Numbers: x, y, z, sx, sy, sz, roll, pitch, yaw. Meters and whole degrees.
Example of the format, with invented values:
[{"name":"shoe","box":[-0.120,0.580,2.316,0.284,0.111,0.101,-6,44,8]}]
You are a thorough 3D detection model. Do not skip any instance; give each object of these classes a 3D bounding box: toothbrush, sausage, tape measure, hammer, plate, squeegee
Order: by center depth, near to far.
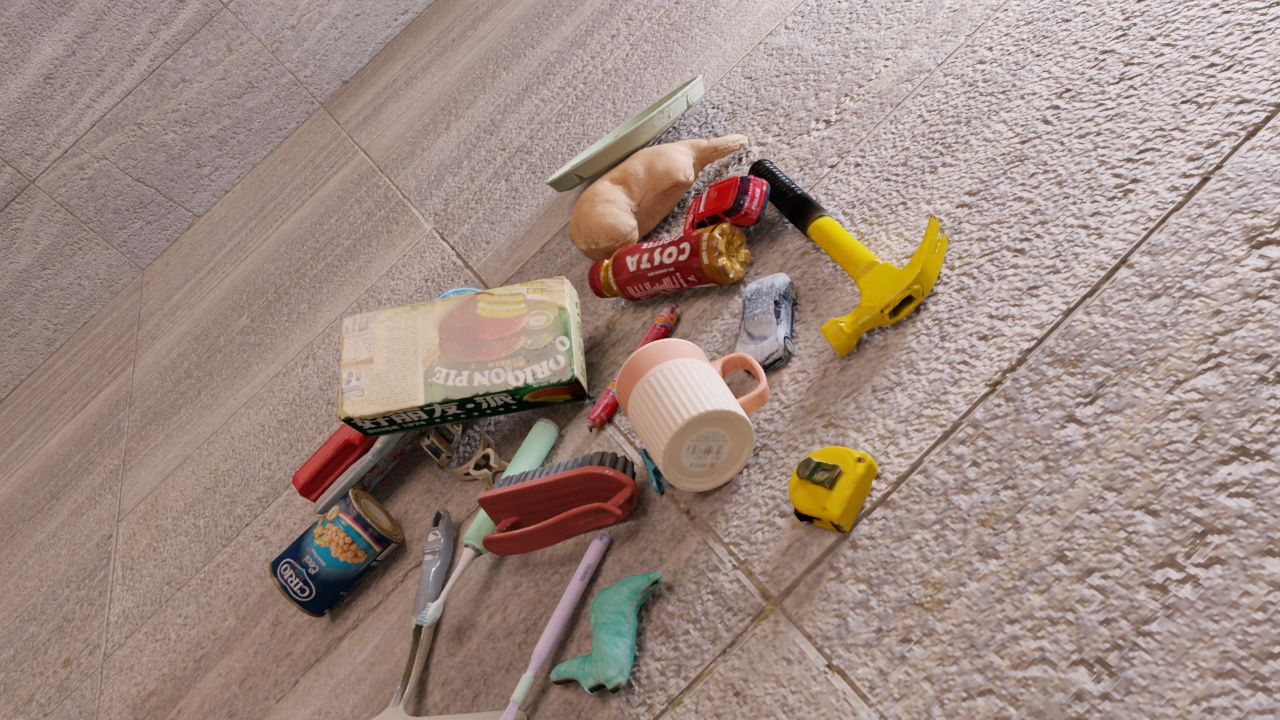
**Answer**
[{"name":"tape measure","box":[0.130,0.086,0.638,0.057,0.029,0.060,8,58,50]},{"name":"toothbrush","box":[-0.067,0.207,0.697,0.188,0.029,0.021,-60,0,-35]},{"name":"squeegee","box":[-0.193,0.229,0.795,0.247,0.039,0.246,-12,36,12]},{"name":"toothbrush","box":[-0.132,0.141,0.820,0.027,0.026,0.223,-3,43,37]},{"name":"hammer","box":[0.165,-0.119,0.826,0.129,0.033,0.300,-37,34,6]},{"name":"sausage","box":[-0.005,0.005,0.871,0.020,0.020,0.155,12,61,50]},{"name":"plate","box":[-0.017,-0.273,1.122,0.230,0.027,0.230,-32,15,9]}]

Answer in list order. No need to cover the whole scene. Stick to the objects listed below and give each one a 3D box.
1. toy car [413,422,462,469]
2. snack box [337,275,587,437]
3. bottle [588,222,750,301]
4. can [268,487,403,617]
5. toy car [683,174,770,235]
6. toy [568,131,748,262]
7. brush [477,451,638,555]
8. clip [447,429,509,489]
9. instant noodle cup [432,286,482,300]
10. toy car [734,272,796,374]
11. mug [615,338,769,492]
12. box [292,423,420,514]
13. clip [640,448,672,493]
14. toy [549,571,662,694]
[{"name":"toy car","box":[-0.207,0.080,0.950,0.035,0.042,0.090,-43,14,5]},{"name":"snack box","box":[-0.176,-0.002,0.909,0.240,0.063,0.114,-10,66,8]},{"name":"bottle","box":[0.023,-0.093,0.917,0.175,0.057,0.057,-8,47,40]},{"name":"can","box":[-0.300,0.189,0.912,0.111,0.075,0.075,-43,34,-3]},{"name":"toy car","box":[0.079,-0.150,0.909,0.121,0.045,0.052,-15,57,61]},{"name":"toy","box":[0.014,-0.197,1.029,0.225,0.082,0.143,-42,34,-8]},{"name":"brush","box":[-0.066,0.123,0.764,0.146,0.063,0.069,-18,28,28]},{"name":"clip","box":[-0.150,0.101,0.902,0.064,0.034,0.098,-51,26,-10]},{"name":"instant noodle cup","box":[-0.179,-0.018,1.010,0.099,0.099,0.110,-45,41,-5]},{"name":"toy car","box":[0.107,-0.034,0.792,0.049,0.031,0.105,-20,41,31]},{"name":"mug","box":[0.049,0.036,0.735,0.114,0.082,0.106,-25,36,-5]},{"name":"box","box":[-0.274,0.090,0.999,0.201,0.090,0.068,-46,62,-6]},{"name":"clip","box":[0.014,0.088,0.766,0.041,0.014,0.056,-33,34,15]},{"name":"toy","box":[-0.026,0.202,0.667,0.097,0.030,0.091,-28,34,30]}]
